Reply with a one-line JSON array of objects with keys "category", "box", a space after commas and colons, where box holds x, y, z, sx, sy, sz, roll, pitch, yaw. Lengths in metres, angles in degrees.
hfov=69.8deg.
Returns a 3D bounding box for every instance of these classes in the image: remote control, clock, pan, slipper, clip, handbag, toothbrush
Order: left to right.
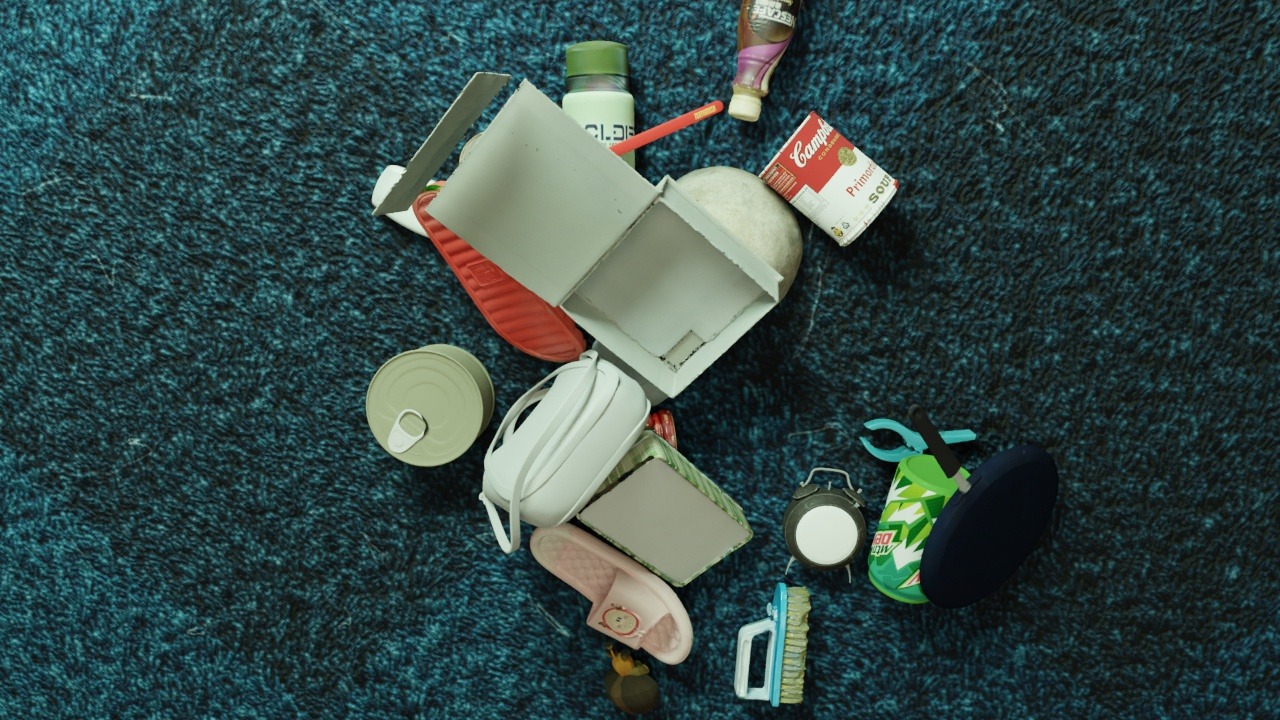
[{"category": "remote control", "box": [-0.238, -0.170, 1.013, 0.114, 0.028, 0.060, 26, 98, 0]}, {"category": "slipper", "box": [-0.142, -0.097, 0.980, 0.104, 0.059, 0.249, -14, 125, 42]}, {"category": "handbag", "box": [-0.106, 0.077, 0.946, 0.095, 0.223, 0.215, 43, 79, -25]}, {"category": "slipper", "box": [-0.034, 0.260, 1.030, 0.221, 0.055, 0.107, 38, 132, 5]}, {"category": "toothbrush", "box": [0.006, -0.228, 0.941, 0.212, 0.018, 0.012, -29, 111, -25]}, {"category": "clock", "box": [0.207, 0.185, 1.027, 0.091, 0.043, 0.123, 7, 98, 3]}, {"category": "clip", "box": [0.306, 0.089, 1.018, 0.119, 0.027, 0.102, 16, 96, 1]}, {"category": "pan", "box": [0.331, 0.138, 0.914, 0.198, 0.021, 0.356, -47, 131, -3]}]

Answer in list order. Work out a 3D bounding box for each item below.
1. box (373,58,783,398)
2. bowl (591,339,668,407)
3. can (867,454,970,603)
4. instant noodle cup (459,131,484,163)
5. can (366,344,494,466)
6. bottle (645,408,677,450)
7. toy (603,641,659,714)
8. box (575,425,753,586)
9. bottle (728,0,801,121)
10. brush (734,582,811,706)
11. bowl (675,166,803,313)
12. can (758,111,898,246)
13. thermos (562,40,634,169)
[{"category": "box", "box": [-0.046, -0.120, 0.881, 0.368, 0.098, 0.166, 36, 117, -20]}, {"category": "bowl", "box": [-0.006, 0.006, 1.018, 0.106, 0.039, 0.106, 0, 98, 3]}, {"category": "can", "box": [0.301, 0.181, 0.988, 0.083, 0.083, 0.144, 11, 114, 2]}, {"category": "instant noodle cup", "box": [-0.143, -0.200, 0.963, 0.098, 0.108, 0.098, 0, 97, 3]}, {"category": "can", "box": [-0.230, 0.047, 1.020, 0.128, 0.073, 0.128, 0, 98, 3]}, {"category": "bottle", "box": [-0.018, 0.097, 1.001, 0.111, 0.099, 0.099, -5, 98, -4]}, {"category": "toy", "box": [-0.016, 0.362, 1.059, 0.076, 0.062, 0.100, -4, 117, 40]}, {"category": "box", "box": [0.024, 0.161, 0.979, 0.118, 0.051, 0.205, -38, 130, 13]}, {"category": "bottle", "box": [0.127, -0.334, 0.952, 0.059, 0.059, 0.166, 14, 99, 1]}, {"category": "brush", "box": [0.150, 0.319, 1.044, 0.075, 0.055, 0.136, 4, 98, -2]}, {"category": "bowl", "box": [0.084, -0.118, 0.976, 0.178, 0.081, 0.178, 1, 97, 5]}, {"category": "can", "box": [0.195, -0.188, 0.955, 0.116, 0.086, 0.087, 39, 98, -2]}, {"category": "thermos", "box": [-0.041, -0.216, 0.973, 0.082, 0.082, 0.231, -1, 98, 4]}]
